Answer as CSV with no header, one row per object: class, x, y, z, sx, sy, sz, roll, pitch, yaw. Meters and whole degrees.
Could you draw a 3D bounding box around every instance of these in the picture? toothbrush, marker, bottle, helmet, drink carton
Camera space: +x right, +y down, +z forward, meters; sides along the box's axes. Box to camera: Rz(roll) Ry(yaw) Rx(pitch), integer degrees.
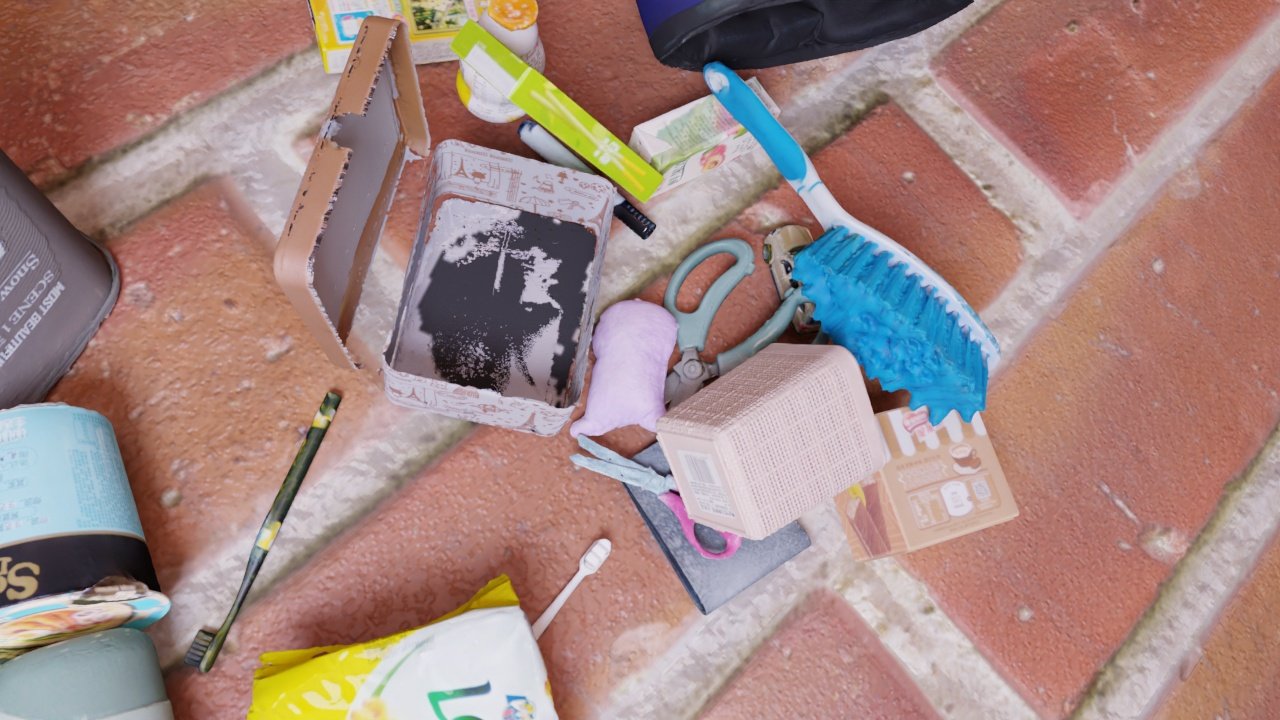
toothbrush,-0.076,0.185,0.586,0.016,0.016,0.179,39,68,4
marker,-0.042,-0.139,0.706,0.130,0.022,0.018,40,100,0
bottle,-0.100,-0.224,0.672,0.063,0.109,0.063,5,70,-14
toothbrush,-0.234,0.102,0.577,0.017,0.012,0.185,18,67,4
helmet,0.124,-0.368,0.700,0.314,0.248,0.240,-17,94,-28
drink carton,0.046,-0.177,0.724,0.122,0.054,0.045,-28,78,-22

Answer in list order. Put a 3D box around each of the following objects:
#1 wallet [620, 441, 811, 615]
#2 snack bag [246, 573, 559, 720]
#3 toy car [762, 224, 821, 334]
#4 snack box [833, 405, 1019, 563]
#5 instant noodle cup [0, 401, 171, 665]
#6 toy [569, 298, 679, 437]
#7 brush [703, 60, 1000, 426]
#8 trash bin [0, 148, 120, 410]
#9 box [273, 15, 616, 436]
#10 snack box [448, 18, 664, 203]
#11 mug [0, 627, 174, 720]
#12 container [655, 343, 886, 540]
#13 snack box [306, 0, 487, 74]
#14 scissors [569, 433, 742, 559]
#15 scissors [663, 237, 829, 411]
wallet,0.051,0.103,0.648,0.097,0.019,0.121,-28,79,-24
snack bag,-0.112,0.262,0.514,0.157,0.068,0.246,-15,81,-17
toy car,0.127,-0.066,0.717,0.042,0.035,0.090,-10,72,-19
snack box,0.195,0.084,0.658,0.092,0.077,0.094,-13,76,-18
instant noodle cup,-0.329,0.092,0.510,0.111,0.111,0.120,-13,67,-18
toy,-0.004,0.004,0.652,0.084,0.039,0.107,1,64,11
brush,0.134,-0.092,0.653,0.314,0.061,0.109,44,52,6
trash bin,-0.426,-0.063,0.473,0.198,0.220,0.198,28,65,-4
box,-0.097,-0.069,0.580,0.158,0.218,0.180,10,66,1
snack box,-0.055,-0.170,0.639,0.026,0.156,0.086,-50,52,9
mug,-0.306,0.210,0.490,0.112,0.082,0.106,-23,77,11
container,0.081,0.053,0.593,0.110,0.090,0.090,-28,106,-26
snack box,-0.183,-0.274,0.711,0.140,0.034,0.087,-14,75,-17
scissors,0.016,0.079,0.632,0.137,0.017,0.072,31,63,4
scissors,0.047,-0.023,0.681,0.179,0.019,0.161,-35,66,-7
